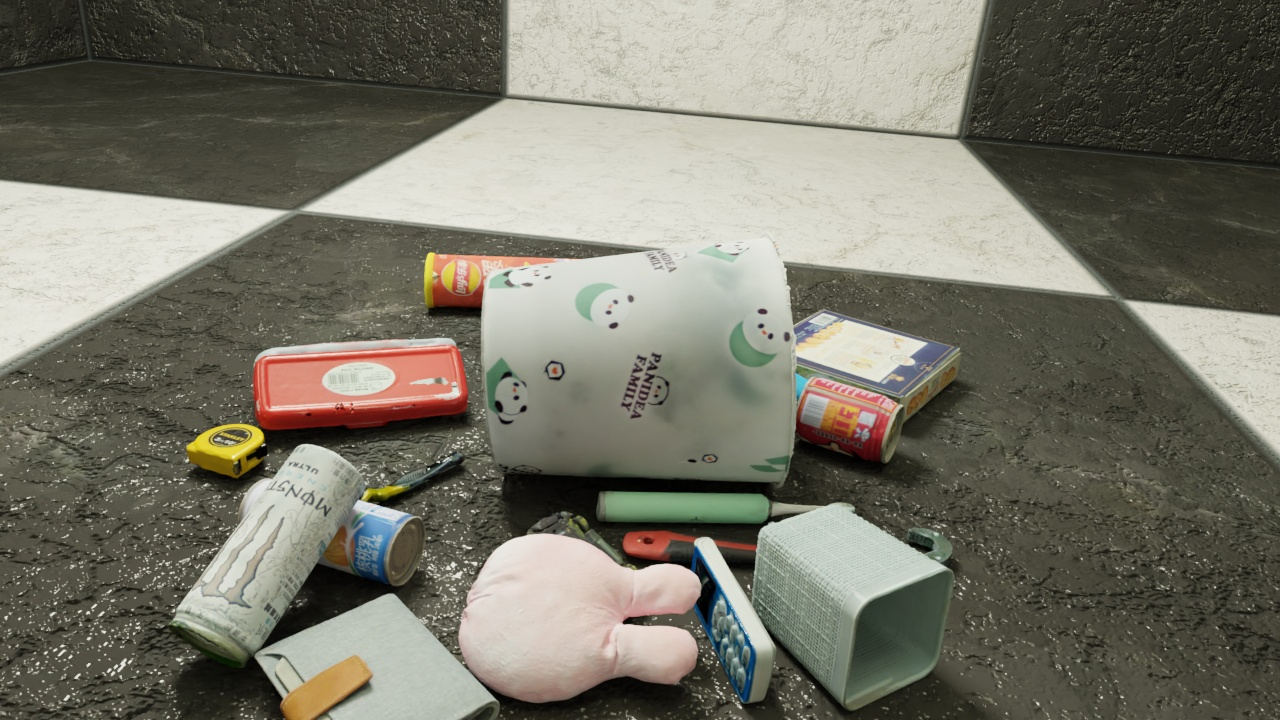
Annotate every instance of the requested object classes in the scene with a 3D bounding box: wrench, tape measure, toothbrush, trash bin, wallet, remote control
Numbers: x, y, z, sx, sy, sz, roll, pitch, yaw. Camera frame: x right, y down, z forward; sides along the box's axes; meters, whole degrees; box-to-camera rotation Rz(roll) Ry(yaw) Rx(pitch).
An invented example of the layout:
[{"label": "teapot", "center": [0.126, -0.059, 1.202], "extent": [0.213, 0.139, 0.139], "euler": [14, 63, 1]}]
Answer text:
[{"label": "wrench", "center": [0.122, 0.154, 0.746], "extent": [0.273, 0.016, 0.056], "euler": [2, 25, -5]}, {"label": "tape measure", "center": [-0.363, 0.081, 0.814], "extent": [0.060, 0.029, 0.057], "euler": [12, 27, 17]}, {"label": "toothbrush", "center": [0.074, 0.127, 0.787], "extent": [0.224, 0.027, 0.026], "euler": [1, 38, -5]}, {"label": "trash bin", "center": [-0.005, 0.005, 0.827], "extent": [0.252, 0.230, 0.229], "euler": [-2, 25, -1]}, {"label": "wallet", "center": [-0.168, 0.201, 0.573], "extent": [0.106, 0.037, 0.130], "euler": [-16, 31, -39]}, {"label": "remote control", "center": [0.062, 0.179, 0.643], "extent": [0.024, 0.049, 0.125], "euler": [-1, 25, -18]}]

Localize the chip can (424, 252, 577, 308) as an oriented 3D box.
[{"label": "chip can", "center": [-0.169, -0.102, 1.196], "extent": [0.216, 0.073, 0.073], "euler": [0, 25, -8]}]

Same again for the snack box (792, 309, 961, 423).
[{"label": "snack box", "center": [0.250, 0.004, 1.062], "extent": [0.183, 0.046, 0.177], "euler": [21, 29, 32]}]

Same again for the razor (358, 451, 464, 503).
[{"label": "razor", "center": [-0.208, 0.107, 0.794], "extent": [0.142, 0.022, 0.043], "euler": [-18, -11, -46]}]

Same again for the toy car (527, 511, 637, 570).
[{"label": "toy car", "center": [-0.043, 0.158, 0.694], "extent": [0.048, 0.032, 0.105], "euler": [-25, 49, -38]}]

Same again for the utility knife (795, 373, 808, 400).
[{"label": "utility knife", "center": [0.130, 0.004, 1.000], "extent": [0.234, 0.018, 0.034], "euler": [33, 37, 18]}]

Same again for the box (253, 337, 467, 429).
[{"label": "box", "center": [-0.284, 0.028, 0.933], "extent": [0.201, 0.100, 0.110], "euler": [-5, 61, -21]}]

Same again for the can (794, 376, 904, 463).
[{"label": "can", "center": [0.206, 0.059, 0.907], "extent": [0.094, 0.067, 0.066], "euler": [17, 27, 26]}]

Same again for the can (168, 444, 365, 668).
[{"label": "can", "center": [-0.250, 0.129, 0.625], "extent": [0.058, 0.058, 0.146], "euler": [13, 52, 18]}]

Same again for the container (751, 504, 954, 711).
[{"label": "container", "center": [0.142, 0.165, 0.644], "extent": [0.090, 0.090, 0.111], "euler": [-11, 25, -30]}]

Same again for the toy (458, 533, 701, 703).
[{"label": "toy", "center": [-0.040, 0.173, 0.618], "extent": [0.159, 0.054, 0.121], "euler": [5, 47, 5]}]

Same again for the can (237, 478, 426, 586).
[{"label": "can", "center": [-0.235, 0.129, 0.699], "extent": [0.135, 0.053, 0.053], "euler": [12, 26, 16]}]
